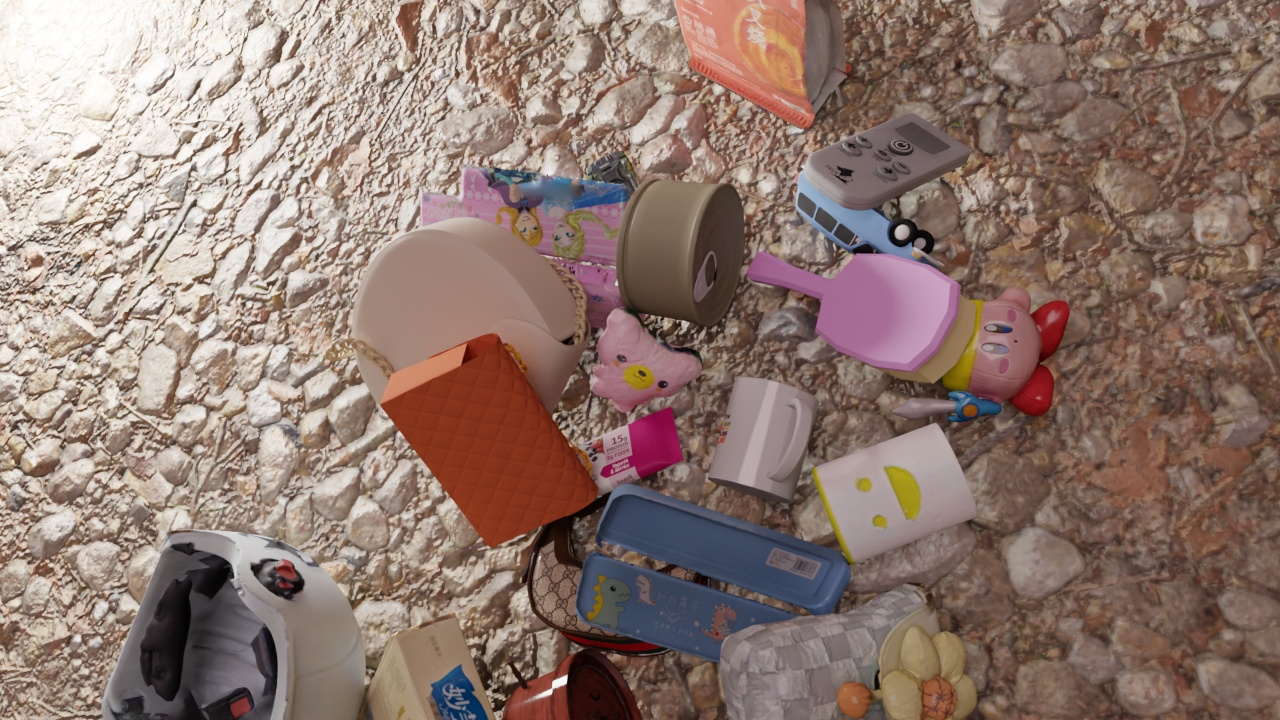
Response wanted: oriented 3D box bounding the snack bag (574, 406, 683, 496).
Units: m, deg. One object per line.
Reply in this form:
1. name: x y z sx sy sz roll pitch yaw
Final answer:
1. snack bag: -0.056 0.103 0.847 0.197 0.016 0.070 -24 39 12

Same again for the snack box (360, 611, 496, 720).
1. snack box: -0.166 0.315 0.741 0.055 0.208 0.153 -13 61 -32

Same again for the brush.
1. brush: 0.178 -0.051 0.783 0.229 0.043 0.089 30 92 52

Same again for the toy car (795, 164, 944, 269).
1. toy car: 0.199 -0.119 0.814 0.153 0.056 0.055 46 110 30

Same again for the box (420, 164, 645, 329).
1. box: -0.113 -0.100 0.873 0.231 0.159 0.066 11 43 22

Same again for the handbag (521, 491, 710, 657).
1. handbag: -0.022 0.182 0.808 0.167 0.063 0.138 2 57 24

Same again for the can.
1. can: 0.038 -0.099 0.828 0.073 0.127 0.127 11 77 24

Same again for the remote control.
1. remote control: 0.214 -0.176 0.803 0.150 0.019 0.074 -27 55 -27

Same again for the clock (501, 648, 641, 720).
1. clock: -0.052 0.316 0.737 0.072 0.120 0.157 -28 58 18

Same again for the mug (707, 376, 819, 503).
1. mug: 0.110 0.066 0.767 0.073 0.105 0.089 20 78 -16

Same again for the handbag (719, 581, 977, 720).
1. handbag: 0.149 0.236 0.657 0.171 0.123 0.112 -8 90 -16

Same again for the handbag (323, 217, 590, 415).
1. handbag: -0.165 -0.017 0.840 0.208 0.103 0.211 34 119 10

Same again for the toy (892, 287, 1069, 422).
1. toy: 0.268 -0.002 0.755 0.131 0.097 0.124 13 85 4

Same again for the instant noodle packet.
1. instant noodle packet: 0.093 -0.324 0.827 0.164 0.221 0.084 38 90 25

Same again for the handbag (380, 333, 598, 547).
1. handbag: -0.122 0.064 0.779 0.109 0.172 0.060 -23 29 13

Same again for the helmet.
1. helmet: -0.337 0.277 0.816 0.264 0.163 0.236 23 95 38

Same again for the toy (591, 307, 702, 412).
1. toy: -0.005 0.005 0.843 0.102 0.050 0.093 36 109 -17

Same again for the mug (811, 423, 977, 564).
1. mug: 0.201 0.105 0.732 0.106 0.082 0.082 -23 67 10

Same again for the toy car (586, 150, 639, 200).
1. toy car: -0.018 -0.158 0.918 0.048 0.033 0.105 -24 71 9

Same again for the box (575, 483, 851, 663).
1. box: 0.057 0.179 0.733 0.209 0.049 0.120 19 83 -7
